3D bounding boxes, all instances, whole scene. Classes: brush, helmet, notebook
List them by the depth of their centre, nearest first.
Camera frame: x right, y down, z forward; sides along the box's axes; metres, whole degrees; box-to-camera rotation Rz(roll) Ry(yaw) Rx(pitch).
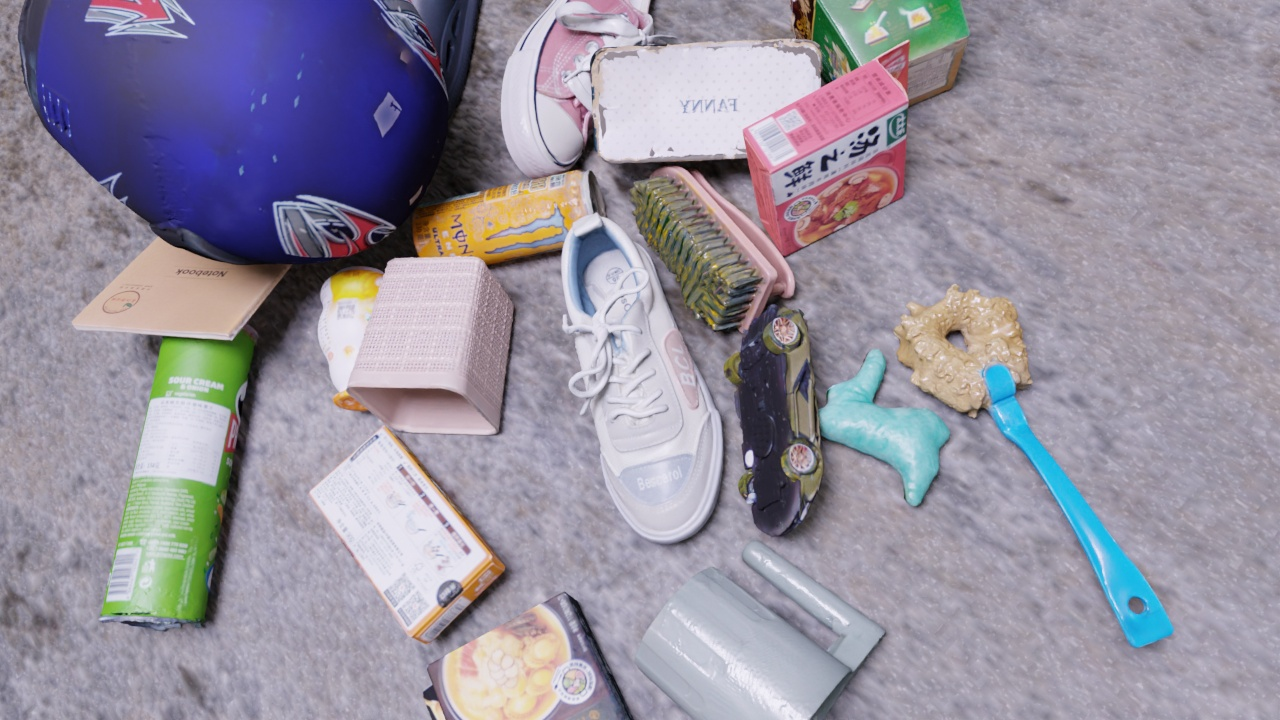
[{"bbox_3d":[0.243,0.054,0.571,0.083,0.046,0.254,-22,59,-1],"label":"brush"},{"bbox_3d":[-0.264,-0.187,0.674,0.240,0.315,0.247,26,89,-9],"label":"helmet"},{"bbox_3d":[0.050,-0.091,0.681,0.073,0.063,0.145,-19,58,-27],"label":"brush"},{"bbox_3d":[-0.345,-0.092,0.760,0.148,0.008,0.207,4,44,15],"label":"notebook"}]

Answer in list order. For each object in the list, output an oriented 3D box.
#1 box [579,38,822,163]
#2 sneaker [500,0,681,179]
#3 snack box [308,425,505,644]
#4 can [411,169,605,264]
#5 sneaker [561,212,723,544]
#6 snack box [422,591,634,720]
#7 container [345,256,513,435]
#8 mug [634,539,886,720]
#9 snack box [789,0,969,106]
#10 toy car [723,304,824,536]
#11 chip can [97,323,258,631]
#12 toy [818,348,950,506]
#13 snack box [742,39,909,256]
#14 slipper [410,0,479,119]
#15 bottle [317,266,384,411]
[{"bbox_3d":[0.041,-0.193,0.685,0.184,0.059,0.090,0,109,0],"label":"box"},{"bbox_3d":[-0.033,-0.253,0.744,0.088,0.118,0.240,4,62,38],"label":"sneaker"},{"bbox_3d":[-0.169,0.119,0.652,0.075,0.026,0.154,-43,57,-9],"label":"snack box"},{"bbox_3d":[-0.103,-0.109,0.725,0.146,0.058,0.058,-10,66,10],"label":"can"},{"bbox_3d":[-0.004,0.004,0.635,0.089,0.091,0.242,-18,65,7],"label":"sneaker"},{"bbox_3d":[-0.074,0.230,0.586,0.125,0.053,0.113,-28,64,-4],"label":"snack box"},{"bbox_3d":[-0.150,-0.012,0.682,0.090,0.090,0.110,0,65,14],"label":"container"},{"bbox_3d":[0.073,0.176,0.559,0.103,0.084,0.123,34,53,25],"label":"mug"},{"bbox_3d":[0.186,-0.250,0.689,0.117,0.118,0.105,-22,77,5],"label":"snack box"},{"bbox_3d":[0.091,0.038,0.612,0.042,0.070,0.158,7,66,-21],"label":"toy car"},{"bbox_3d":[-0.349,0.082,0.700,0.072,0.072,0.235,-4,67,12],"label":"chip can"},{"bbox_3d":[0.160,0.040,0.613,0.092,0.030,0.096,21,69,19],"label":"toy"},{"bbox_3d":[0.142,-0.144,0.646,0.127,0.113,0.044,-28,63,2],"label":"snack box"},{"bbox_3d":[-0.211,-0.316,0.826,0.111,0.083,0.267,3,67,17],"label":"slipper"},{"bbox_3d":[-0.217,-0.016,0.712,0.063,0.063,0.108,-9,66,10],"label":"bottle"}]
